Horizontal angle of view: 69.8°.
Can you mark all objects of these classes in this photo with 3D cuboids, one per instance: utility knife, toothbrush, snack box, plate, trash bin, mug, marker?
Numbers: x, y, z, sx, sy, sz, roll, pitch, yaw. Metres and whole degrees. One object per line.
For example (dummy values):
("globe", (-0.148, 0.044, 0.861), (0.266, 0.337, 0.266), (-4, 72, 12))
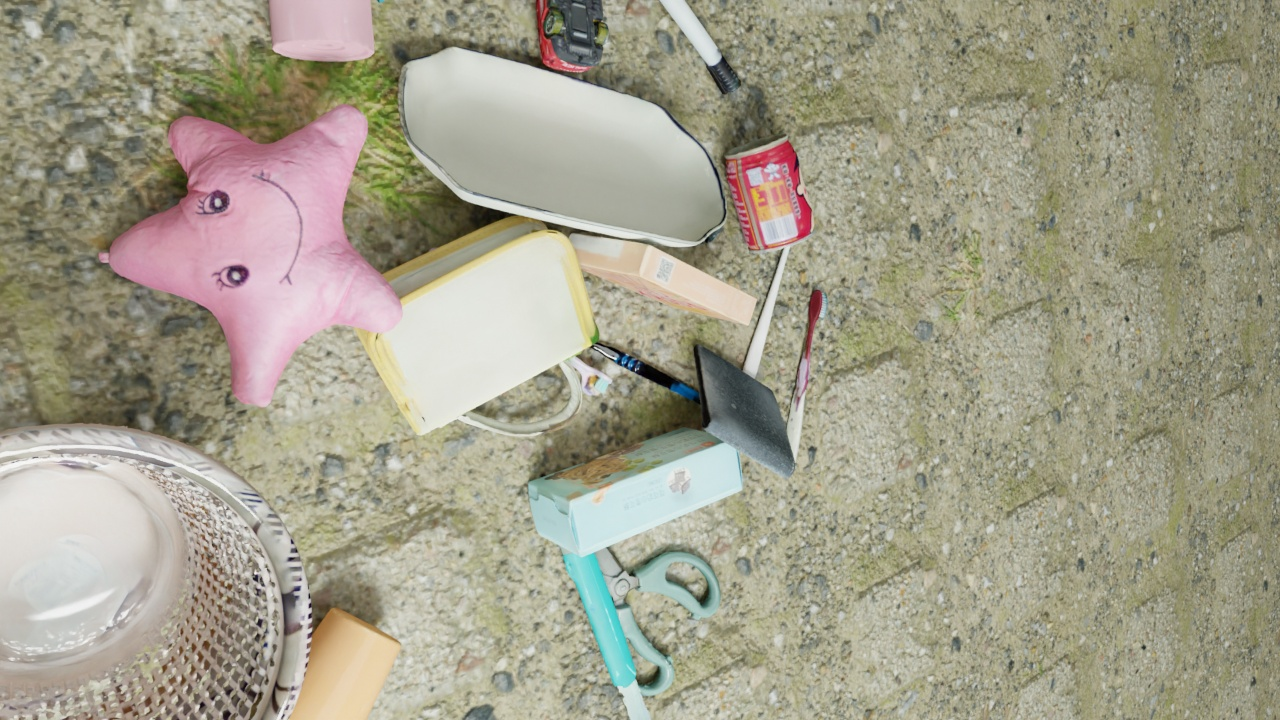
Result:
("utility knife", (-0.027, 0.243, 0.798), (0.029, 0.013, 0.209), (-23, 102, -19))
("toothbrush", (0.127, -0.052, 0.886), (0.016, 0.016, 0.180), (21, 85, -30))
("snack box", (0.019, -0.065, 0.747), (0.157, 0.084, 0.026), (19, 88, -50))
("toothbrush", (-0.096, -0.029, 0.739), (0.189, 0.029, 0.021), (40, 33, -29))
("plate", (-0.056, -0.153, 0.697), (0.265, 0.034, 0.161), (7, 52, -28))
("trash bin", (-0.319, 0.135, 0.501), (0.227, 0.192, 0.227), (-4, 97, -34))
("toothbrush", (0.165, 0.022, 0.921), (0.017, 0.016, 0.187), (11, 88, -44))
("snack box", (-0.002, 0.107, 0.782), (0.174, 0.074, 0.051), (-17, 103, -31))
("mug", (-0.226, 0.244, 0.650), (0.078, 0.078, 0.122), (41, 68, -30))
("toothbrush", (-0.005, 0.005, 0.806), (0.189, 0.016, 0.014), (28, 85, -34))
("marker", (0.046, -0.289, 0.807), (0.022, 0.018, 0.130), (-50, 119, -9))

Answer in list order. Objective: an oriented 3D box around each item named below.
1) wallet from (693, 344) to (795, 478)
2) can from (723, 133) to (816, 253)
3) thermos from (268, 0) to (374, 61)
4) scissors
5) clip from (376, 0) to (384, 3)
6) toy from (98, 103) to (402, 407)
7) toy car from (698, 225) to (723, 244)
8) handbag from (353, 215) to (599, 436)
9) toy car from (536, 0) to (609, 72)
("wallet", (0.090, 0.042, 0.817), (0.097, 0.120, 0.019), (33, 118, -23))
("can", (0.118, -0.153, 0.839), (0.066, 0.067, 0.094), (-29, 110, -28))
("thermos", (-0.225, -0.303, 0.601), (0.087, 0.067, 0.198), (-3, 98, -4))
("scissors", (0.011, 0.211, 0.837), (0.169, 0.019, 0.177), (-35, 110, -25))
("clip", (-0.186, -0.285, 0.655), (0.048, 0.015, 0.057), (-24, 107, -27))
("toy", (-0.250, -0.067, 0.590), (0.178, 0.075, 0.194), (-9, 87, -7))
("toy car", (0.026, -0.138, 0.800), (0.105, 0.031, 0.049), (22, 82, -25))
("handbag", (-0.114, -0.007, 0.700), (0.163, 0.063, 0.179), (-29, 128, -16))
("toy car", (-0.059, -0.285, 0.720), (0.052, 0.045, 0.120), (3, 82, -35))
